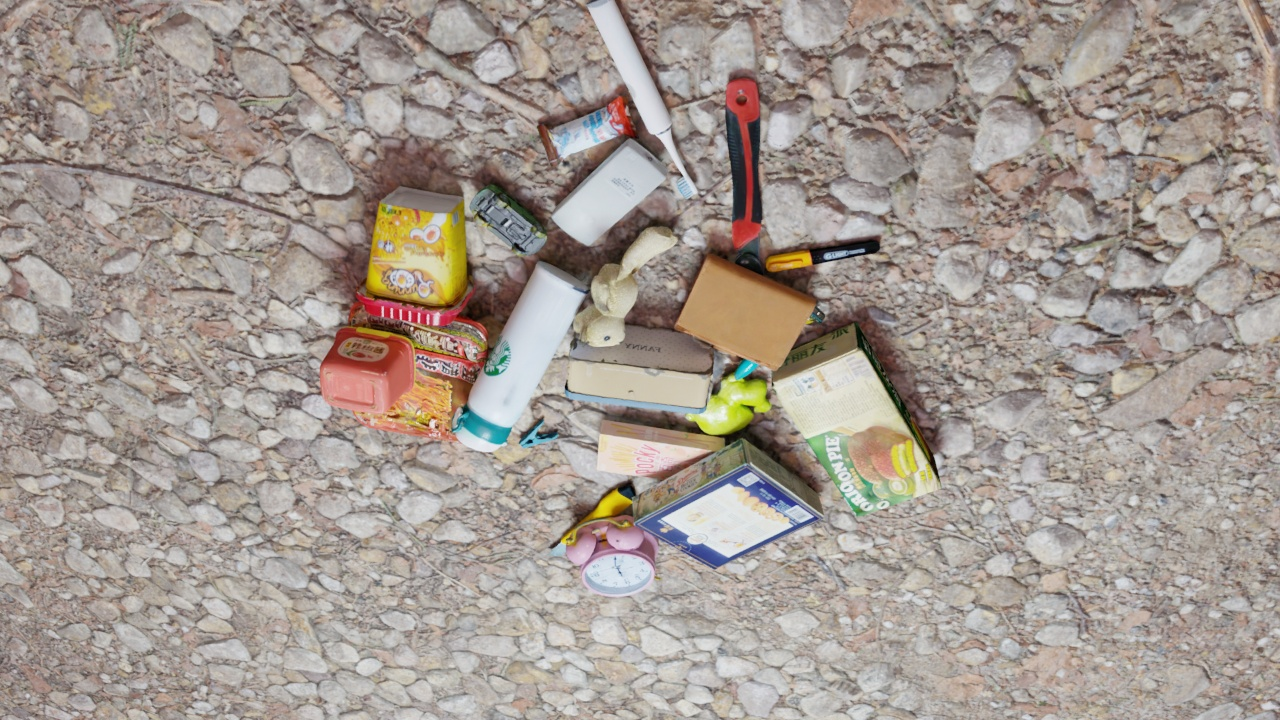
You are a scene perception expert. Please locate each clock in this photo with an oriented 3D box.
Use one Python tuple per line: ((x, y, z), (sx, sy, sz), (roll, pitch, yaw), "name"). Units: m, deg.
((-0.038, 0.262, 1.260), (0.117, 0.059, 0.158), (-17, 130, 12), "clock")

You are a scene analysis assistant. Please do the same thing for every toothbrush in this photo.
((0.008, -0.258, 0.915), (0.026, 0.026, 0.221), (-29, 120, 3), "toothbrush")

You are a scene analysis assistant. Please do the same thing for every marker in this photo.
((0.199, -0.114, 1.002), (0.124, 0.015, 0.018), (-9, 128, 11), "marker")

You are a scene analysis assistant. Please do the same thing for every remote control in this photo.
((-0.035, -0.176, 0.971), (0.056, 0.019, 0.135), (35, 132, -23), "remote control")

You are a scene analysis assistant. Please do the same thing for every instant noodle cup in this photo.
((-0.261, 0.007, 1.105), (0.164, 0.079, 0.189), (11, 125, -1), "instant noodle cup")
((-0.241, -0.117, 1.001), (0.116, 0.115, 0.124), (10, 115, 0), "instant noodle cup")

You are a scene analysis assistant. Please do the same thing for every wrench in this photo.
((0.108, -0.165, 0.976), (0.056, 0.016, 0.274), (2, 126, 5), "wrench")

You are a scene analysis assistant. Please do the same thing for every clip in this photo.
((-0.137, 0.098, 1.196), (0.055, 0.013, 0.034), (-32, 115, 26), "clip")

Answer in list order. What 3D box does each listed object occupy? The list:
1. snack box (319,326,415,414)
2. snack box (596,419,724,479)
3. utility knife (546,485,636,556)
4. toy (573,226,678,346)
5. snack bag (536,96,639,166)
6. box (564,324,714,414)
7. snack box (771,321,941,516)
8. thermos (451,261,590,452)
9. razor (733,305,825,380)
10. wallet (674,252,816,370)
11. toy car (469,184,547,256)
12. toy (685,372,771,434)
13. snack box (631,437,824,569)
((-0.306, 0.015, 1.022), (0.091, 0.080, 0.082), (10, 123, 4), "snack box")
((0.024, 0.120, 1.172), (0.157, 0.026, 0.085), (8, 141, 1), "snack box")
((-0.070, 0.226, 1.278), (0.033, 0.015, 0.191), (35, 122, -21), "utility knife")
((-0.017, -0.081, 1.002), (0.066, 0.105, 0.157), (36, 102, 2), "toy")
((-0.054, -0.234, 0.939), (0.104, 0.026, 0.048), (-13, 115, 16), "snack bag")
((-0.006, 0.006, 1.069), (0.184, 0.089, 0.063), (6, 127, 5), "box")
((0.260, 0.076, 1.102), (0.115, 0.063, 0.240), (-25, 119, 23), "snack box")
((-0.141, 0.000, 1.042), (0.073, 0.073, 0.224), (27, 102, -13), "thermos")
((0.154, -0.022, 1.064), (0.043, 0.028, 0.133), (40, 119, -4), "razor")
((0.115, -0.050, 1.025), (0.132, 0.031, 0.108), (23, 124, -1), "wallet")
((-0.142, -0.154, 1.001), (0.091, 0.036, 0.043), (41, 119, -20), "toy car")
((0.109, 0.058, 1.126), (0.096, 0.031, 0.100), (15, 126, -6), "toy")
((0.113, 0.191, 1.184), (0.183, 0.045, 0.178), (-31, 133, 25), "snack box")
